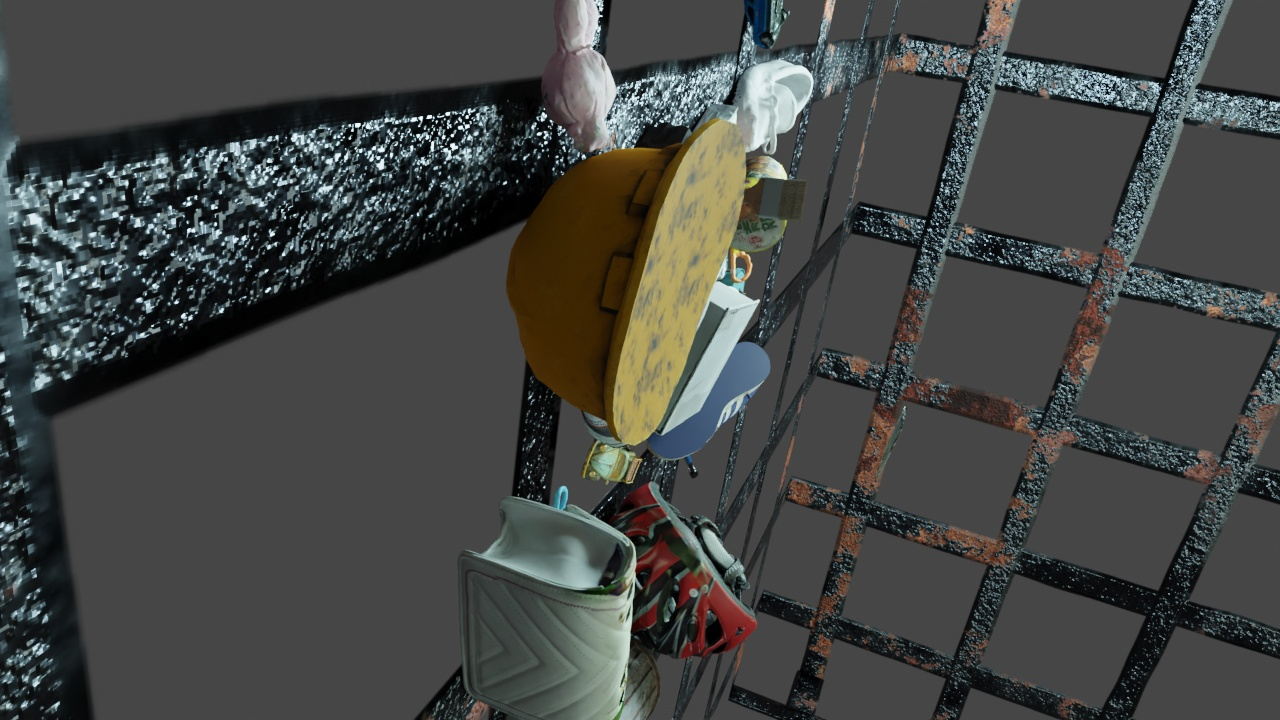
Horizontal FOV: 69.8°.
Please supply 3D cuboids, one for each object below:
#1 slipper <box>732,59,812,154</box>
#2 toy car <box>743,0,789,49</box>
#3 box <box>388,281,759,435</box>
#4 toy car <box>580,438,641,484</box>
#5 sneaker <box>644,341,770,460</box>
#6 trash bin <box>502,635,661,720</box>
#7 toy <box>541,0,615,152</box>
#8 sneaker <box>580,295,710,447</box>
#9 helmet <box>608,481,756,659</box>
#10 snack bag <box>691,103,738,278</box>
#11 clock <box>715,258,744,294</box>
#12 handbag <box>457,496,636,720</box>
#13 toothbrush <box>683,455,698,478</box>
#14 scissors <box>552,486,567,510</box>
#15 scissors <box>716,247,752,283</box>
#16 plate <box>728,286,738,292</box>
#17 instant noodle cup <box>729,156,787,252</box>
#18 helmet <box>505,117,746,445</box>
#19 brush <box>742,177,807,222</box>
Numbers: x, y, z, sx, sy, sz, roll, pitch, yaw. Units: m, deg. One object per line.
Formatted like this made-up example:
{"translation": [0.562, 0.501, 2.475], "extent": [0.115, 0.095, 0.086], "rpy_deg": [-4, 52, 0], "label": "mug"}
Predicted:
{"translation": [0.170, -0.333, 1.204], "extent": [0.246, 0.075, 0.112], "rpy_deg": [-49, 135, -52], "label": "slipper"}
{"translation": [0.145, -0.421, 1.064], "extent": [0.120, 0.044, 0.056], "rpy_deg": [78, 32, -56], "label": "toy car"}
{"translation": [-0.081, -0.051, 1.106], "extent": [0.168, 0.404, 0.172], "rpy_deg": [-20, 125, -71], "label": "box"}
{"translation": [-0.027, 0.112, 1.003], "extent": [0.112, 0.047, 0.047], "rpy_deg": [18, 92, -74], "label": "toy car"}
{"translation": [0.069, 0.069, 1.246], "extent": [0.232, 0.091, 0.119], "rpy_deg": [-41, 176, -32], "label": "sneaker"}
{"translation": [-0.061, 0.392, 1.021], "extent": [0.211, 0.131, 0.131], "rpy_deg": [-3, 108, -75], "label": "trash bin"}
{"translation": [-0.045, -0.203, 0.645], "extent": [0.063, 0.047, 0.110], "rpy_deg": [-37, 129, -69], "label": "toy"}
{"translation": [0.001, -0.027, 0.889], "extent": [0.124, 0.089, 0.240], "rpy_deg": [14, 95, -77], "label": "sneaker"}
{"translation": [0.040, 0.260, 1.111], "extent": [0.167, 0.217, 0.272], "rpy_deg": [-35, 156, -7], "label": "helmet"}
{"translation": [0.084, -0.191, 1.097], "extent": [0.226, 0.041, 0.077], "rpy_deg": [86, 25, -46], "label": "snack bag"}
{"translation": [0.115, -0.079, 1.279], "extent": [0.124, 0.053, 0.089], "rpy_deg": [84, 28, -52], "label": "clock"}
{"translation": [-0.074, 0.223, 0.793], "extent": [0.095, 0.142, 0.199], "rpy_deg": [-55, 157, -53], "label": "handbag"}
{"translation": [0.072, 0.151, 1.429], "extent": [0.014, 0.014, 0.168], "rpy_deg": [-36, 152, -7], "label": "toothbrush"}
{"translation": [-0.096, 0.190, 0.921], "extent": [0.134, 0.015, 0.135], "rpy_deg": [-51, 156, -66], "label": "scissors"}
{"translation": [0.115, -0.166, 1.231], "extent": [0.013, 0.070, 0.130], "rpy_deg": [138, -46, -69], "label": "scissors"}
{"translation": [0.089, -0.037, 1.206], "extent": [0.134, 0.011, 0.135], "rpy_deg": [-33, 146, -26], "label": "plate"}
{"translation": [0.150, -0.211, 1.198], "extent": [0.102, 0.102, 0.108], "rpy_deg": [90, 16, -44], "label": "instant noodle cup"}
{"translation": [-0.024, -0.072, 0.682], "extent": [0.206, 0.131, 0.254], "rpy_deg": [84, 27, -54], "label": "helmet"}
{"translation": [0.104, -0.177, 0.986], "extent": [0.008, 0.143, 0.045], "rpy_deg": [31, 67, -74], "label": "brush"}
